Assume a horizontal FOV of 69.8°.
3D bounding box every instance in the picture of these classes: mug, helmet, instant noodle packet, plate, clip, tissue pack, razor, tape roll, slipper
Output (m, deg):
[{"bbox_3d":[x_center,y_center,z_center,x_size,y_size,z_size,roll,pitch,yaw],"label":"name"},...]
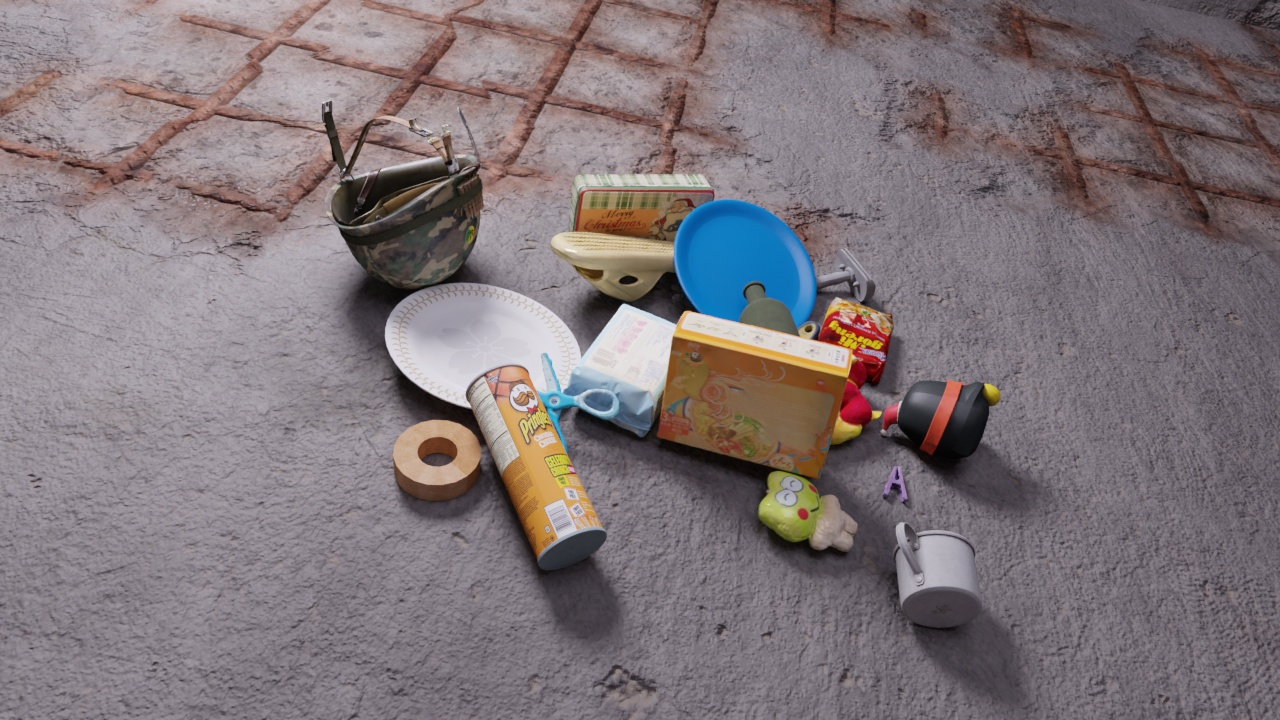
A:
[{"bbox_3d":[0.299,0.220,0.949,0.113,0.084,0.070,40,37,-27],"label":"mug"},{"bbox_3d":[-0.301,-0.219,1.186,0.193,0.236,0.223,4,48,27],"label":"helmet"},{"bbox_3d":[0.297,-0.031,1.267,0.098,0.040,0.135,25,43,4],"label":"instant noodle packet"},{"bbox_3d":[-0.193,-0.017,1.139,0.242,0.016,0.242,13,38,-10],"label":"plate"},{"bbox_3d":[0.300,0.148,1.093,0.046,0.014,0.050,-7,48,-15],"label":"clip"},{"bbox_3d":[-0.007,0.007,1.135,0.112,0.070,0.181,22,41,12],"label":"tissue pack"},{"bbox_3d":[0.273,-0.117,1.355,0.116,0.047,0.088,-14,48,-15],"label":"razor"},{"bbox_3d":[-0.222,0.109,1.005,0.094,0.027,0.093,6,42,-6],"label":"tape roll"},{"bbox_3d":[0.146,-0.125,1.298,0.224,0.024,0.224,9,65,-20],"label":"plate"},{"bbox_3d":[-0.019,-0.128,1.275,0.260,0.079,0.111,-3,28,-41],"label":"slipper"}]

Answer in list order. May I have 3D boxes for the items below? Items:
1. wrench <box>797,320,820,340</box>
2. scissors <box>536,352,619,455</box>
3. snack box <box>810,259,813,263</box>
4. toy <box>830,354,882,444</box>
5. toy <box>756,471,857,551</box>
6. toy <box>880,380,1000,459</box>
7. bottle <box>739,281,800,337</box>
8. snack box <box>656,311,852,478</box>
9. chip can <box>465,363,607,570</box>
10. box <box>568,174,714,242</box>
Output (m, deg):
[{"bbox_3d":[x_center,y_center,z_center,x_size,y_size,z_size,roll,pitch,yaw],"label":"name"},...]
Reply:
[{"bbox_3d":[0.169,0.020,1.193,0.073,0.022,0.272,30,46,20],"label":"wrench"},{"bbox_3d":[-0.097,0.060,1.053,0.134,0.012,0.134,21,79,6],"label":"scissors"},{"bbox_3d":[0.196,-0.173,1.400,0.050,0.032,0.141,-18,50,-29],"label":"snack box"},{"bbox_3d":[0.253,0.049,1.156,0.105,0.067,0.137,23,51,8],"label":"toy"},{"bbox_3d":[0.187,0.171,1.019,0.115,0.046,0.091,27,38,4],"label":"toy"},{"bbox_3d":[0.367,0.068,1.134,0.119,0.098,0.099,23,47,16],"label":"toy"},{"bbox_3d":[0.167,-0.030,1.178,0.071,0.072,0.206,2,40,-11],"label":"bottle"},{"bbox_3d":[0.128,0.036,1.048,0.195,0.145,0.080,14,34,10],"label":"snack box"},{"bbox_3d":[-0.113,0.108,0.970,0.075,0.075,0.215,-14,57,-26],"label":"chip can"},{"bbox_3d":[0.000,-0.211,1.338,0.205,0.118,0.050,-2,39,-17],"label":"box"}]
